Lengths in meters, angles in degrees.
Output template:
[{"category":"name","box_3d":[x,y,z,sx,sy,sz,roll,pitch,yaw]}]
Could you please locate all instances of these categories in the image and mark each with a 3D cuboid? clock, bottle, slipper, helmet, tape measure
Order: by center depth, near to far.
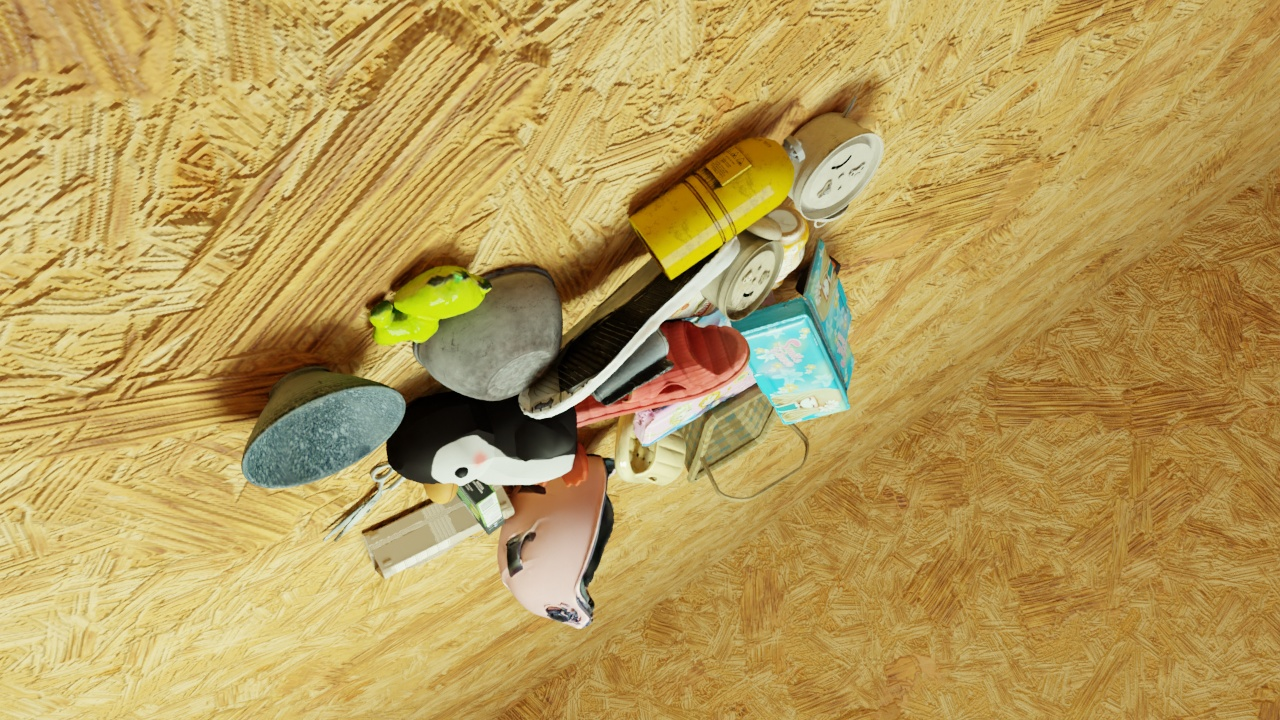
[{"category":"bottle","box_3d":[0.075,-0.148,0.838,0.164,0.071,0.071,-35,160,1]},{"category":"slipper","box_3d":[-0.002,-0.028,0.882,0.263,0.111,0.063,-47,123,-10]},{"category":"clock","box_3d":[0.185,-0.188,0.933,0.103,0.061,0.157,-33,152,-10]},{"category":"clock","box_3d":[0.106,-0.108,0.935,0.092,0.054,0.141,-14,134,-51]},{"category":"slipper","box_3d":[-0.006,0.006,0.999,0.249,0.103,0.059,-17,134,9]},{"category":"bottle","box_3d":[0.148,-0.121,1.012,0.063,0.063,0.109,-28,155,-16]},{"category":"bottle","box_3d":[0.071,-0.080,1.015,0.160,0.046,0.072,-8,147,-50]},{"category":"tape measure","box_3d":[0.231,-0.110,1.211,0.058,0.038,0.058,-44,163,-15]},{"category":"helmet","box_3d":[-0.111,0.231,1.234,0.152,0.229,0.256,14,159,-1]},{"category":"slipper","box_3d":[0.027,0.122,1.296,0.079,0.111,0.261,2,169,13]}]

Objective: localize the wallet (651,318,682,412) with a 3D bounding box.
[{"category":"wallet","box_3d":[0.029,0.001,1.043,0.091,0.115,0.018,-33,130,-4]}]

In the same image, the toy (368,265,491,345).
[{"category":"toy","box_3d":[-0.172,-0.044,0.744,0.094,0.036,0.094,-9,153,-37]}]

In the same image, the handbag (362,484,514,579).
[{"category":"handbag","box_3d":[-0.271,0.236,1.208,0.175,0.062,0.198,-24,166,-25]}]

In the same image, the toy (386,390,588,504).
[{"category":"toy","box_3d":[-0.163,0.067,0.917,0.183,0.140,0.159,-4,177,-38]}]

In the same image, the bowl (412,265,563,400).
[{"category":"bowl","box_3d":[-0.126,-0.013,0.835,0.144,0.067,0.145,-30,159,-13]}]

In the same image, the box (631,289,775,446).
[{"category":"box","box_3d":[0.089,0.008,1.151,0.230,0.063,0.161,-29,138,-16]}]

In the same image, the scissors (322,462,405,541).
[{"category":"scissors","box_3d":[-0.288,0.151,1.027,0.117,0.014,0.162,-14,149,-42]}]

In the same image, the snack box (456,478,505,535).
[{"category":"snack box","box_3d":[-0.194,0.146,1.049,0.025,0.080,0.148,-37,164,-17]}]

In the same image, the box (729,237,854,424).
[{"category":"box","box_3d":[0.213,-0.018,1.131,0.170,0.085,0.227,-42,140,-4]}]

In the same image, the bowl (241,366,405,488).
[{"category":"bowl","box_3d":[-0.269,0.043,0.755,0.137,0.057,0.137,-29,159,-13]}]

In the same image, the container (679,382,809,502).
[{"category":"container","box_3d":[0.142,0.104,1.329,0.157,0.186,0.250,-28,159,-17]}]
